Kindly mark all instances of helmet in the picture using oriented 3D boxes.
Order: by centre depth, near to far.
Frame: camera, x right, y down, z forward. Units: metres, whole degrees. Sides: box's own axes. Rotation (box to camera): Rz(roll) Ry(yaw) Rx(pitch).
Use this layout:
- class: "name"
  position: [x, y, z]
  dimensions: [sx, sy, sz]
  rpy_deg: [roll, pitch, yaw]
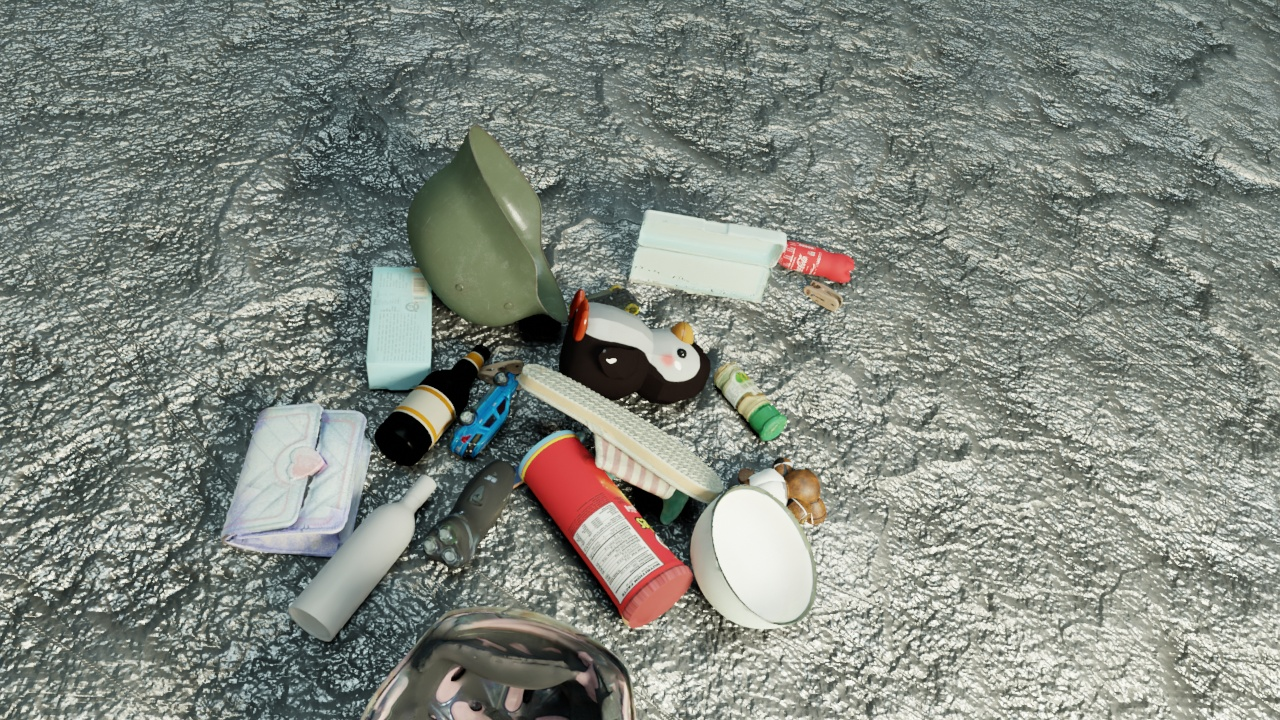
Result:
- class: "helmet"
  position: [-0.125, 0.349, 0.777]
  dimensions: [0.230, 0.153, 0.254]
  rpy_deg: [13, 49, -5]
- class: "helmet"
  position: [-0.200, -0.139, 1.165]
  dimensions: [0.154, 0.268, 0.226]
  rpy_deg: [-29, 26, 11]

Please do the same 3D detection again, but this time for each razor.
- class: "razor"
  position: [-0.180, 0.159, 0.992]
  dimensions: [0.053, 0.064, 0.140]
  rpy_deg: [24, 50, 8]

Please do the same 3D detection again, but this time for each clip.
- class: "clip"
  position: [-0.175, 0.014, 1.151]
  dimensions: [0.049, 0.026, 0.060]
  rpy_deg: [30, 57, 27]
- class: "clip"
  position: [0.265, -0.094, 1.340]
  dimensions: [0.049, 0.026, 0.061]
  rpy_deg: [-4, 49, -14]

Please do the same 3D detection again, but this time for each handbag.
- class: "handbag"
  position: [-0.365, 0.125, 0.982]
  dimensions: [0.126, 0.069, 0.158]
  rpy_deg: [5, 51, -6]

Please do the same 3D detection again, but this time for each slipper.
- class: "slipper"
  position: [-0.029, 0.089, 1.030]
  dimensions: [0.263, 0.052, 0.115]
  rpy_deg: [32, 12, 8]

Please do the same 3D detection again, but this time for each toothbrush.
- class: "toothbrush"
  position: [-0.115, 0.118, 1.075]
  dimensions: [0.134, 0.017, 0.021]
  rpy_deg: [-30, 59, -33]

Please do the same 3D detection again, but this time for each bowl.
- class: "bowl"
  position: [0.111, 0.216, 0.980]
  dimensions: [0.153, 0.073, 0.153]
  rpy_deg: [25, 46, -29]

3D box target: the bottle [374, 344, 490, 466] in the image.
- class: "bottle"
  position: [-0.235, 0.043, 1.085]
  dimensions: [0.059, 0.059, 0.181]
  rpy_deg: [26, 49, 11]

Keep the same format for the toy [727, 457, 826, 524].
- class: "toy"
  position: [0.159, 0.156, 1.075]
  dimensions: [0.112, 0.067, 0.087]
  rpy_deg: [-10, 51, -8]

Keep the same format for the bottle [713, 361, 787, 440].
- class: "bottle"
  position: [0.139, 0.051, 1.173]
  dimensions: [0.043, 0.043, 0.111]
  rpy_deg: [-22, 56, -28]

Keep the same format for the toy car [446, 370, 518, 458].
- class: "toy car"
  position: [-0.182, 0.065, 1.085]
  dimensions: [0.043, 0.056, 0.119]
  rpy_deg: [34, 54, -1]

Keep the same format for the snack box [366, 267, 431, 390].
- class: "snack box"
  position: [-0.301, -0.043, 1.153]
  dimensions: [0.075, 0.053, 0.174]
  rpy_deg: [0, 48, -13]

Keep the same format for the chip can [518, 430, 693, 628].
- class: "chip can"
  position: [-0.041, 0.178, 0.992]
  dimensions: [0.086, 0.087, 0.213]
  rpy_deg: [-25, 57, -30]

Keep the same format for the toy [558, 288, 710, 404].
- class: "toy"
  position: [-0.007, 0.007, 1.144]
  dimensions: [0.184, 0.140, 0.159]
  rpy_deg: [14, 14, -12]

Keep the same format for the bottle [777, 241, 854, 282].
- class: "bottle"
  position: [0.248, -0.152, 1.375]
  dimensions: [0.141, 0.042, 0.041]
  rpy_deg: [15, 48, 1]

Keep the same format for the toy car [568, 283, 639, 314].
- class: "toy car"
  position: [-0.050, -0.073, 1.247]
  dimensions: [0.106, 0.030, 0.049]
  rpy_deg: [-15, 55, -32]

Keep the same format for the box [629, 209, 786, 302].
- class: "box"
  position: [0.091, -0.146, 1.270]
  dimensions: [0.197, 0.136, 0.044]
  rpy_deg: [9, 53, -4]

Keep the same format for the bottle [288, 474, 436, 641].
- class: "bottle"
  position: [-0.276, 0.194, 0.948]
  dimensions: [0.052, 0.053, 0.194]
  rpy_deg: [26, 49, 11]

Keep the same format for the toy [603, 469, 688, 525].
- class: "toy"
  position: [0.013, 0.136, 1.079]
  dimensions: [0.105, 0.033, 0.084]
  rpy_deg: [30, 61, 13]
